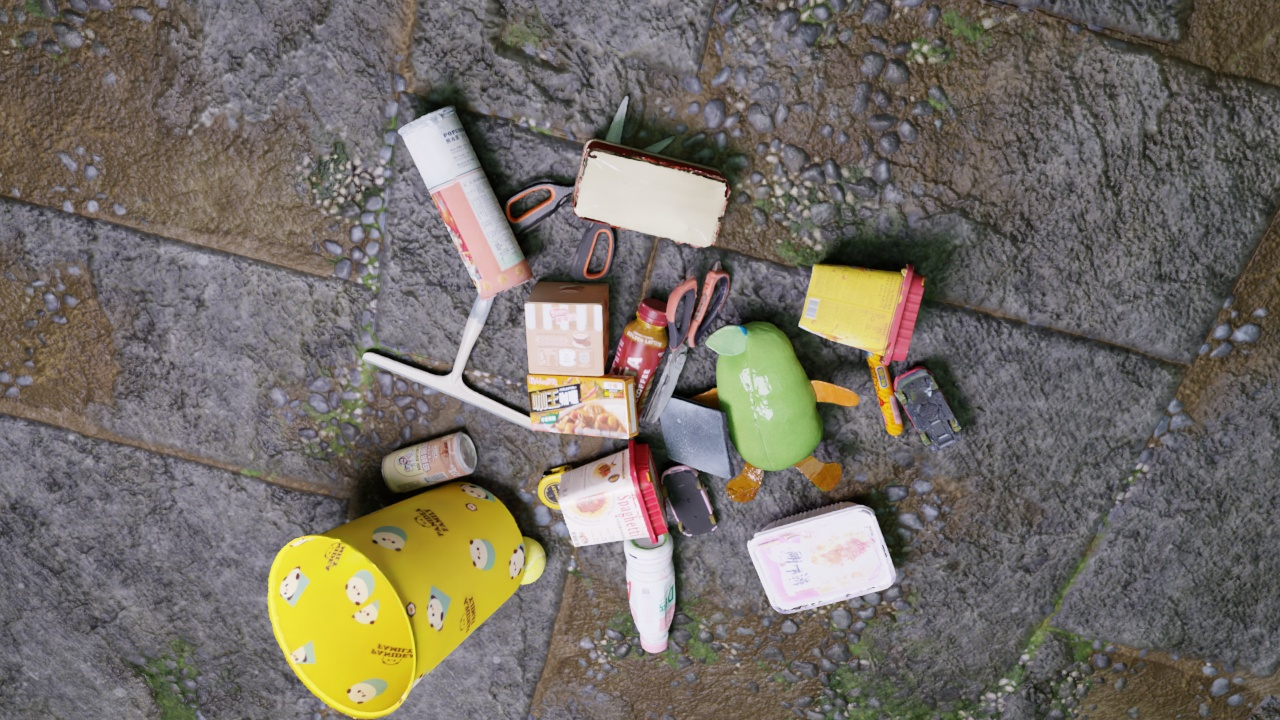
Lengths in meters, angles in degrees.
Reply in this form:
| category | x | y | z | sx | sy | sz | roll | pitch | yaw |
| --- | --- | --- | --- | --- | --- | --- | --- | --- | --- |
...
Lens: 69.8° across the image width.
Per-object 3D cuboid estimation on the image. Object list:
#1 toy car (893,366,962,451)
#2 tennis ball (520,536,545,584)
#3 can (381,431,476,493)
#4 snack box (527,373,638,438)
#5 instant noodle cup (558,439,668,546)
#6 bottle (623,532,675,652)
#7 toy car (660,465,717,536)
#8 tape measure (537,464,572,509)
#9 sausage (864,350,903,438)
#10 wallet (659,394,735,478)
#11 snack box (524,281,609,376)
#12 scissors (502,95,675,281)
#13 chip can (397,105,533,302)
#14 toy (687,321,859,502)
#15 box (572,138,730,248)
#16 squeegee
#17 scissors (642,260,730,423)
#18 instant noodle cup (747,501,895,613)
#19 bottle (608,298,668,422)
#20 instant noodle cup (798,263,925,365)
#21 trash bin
| category | x | y | z | sx | sy | sz | roll | pitch | yaw |
| --- | --- | --- | --- | --- | --- | --- | --- | --- | --- |
| toy car | 0.357 | 0.059 | 1.146 | 0.053 | 0.045 | 0.120 | -28 | 114 | 14 |
| tennis ball | -0.165 | 0.280 | 1.286 | 0.065 | 0.065 | 0.065 | 2 | 114 | 4 |
| can | -0.284 | 0.138 | 1.237 | 0.116 | 0.058 | 0.058 | -17 | 112 | 13 |
| snack box | -0.074 | 0.054 | 1.154 | 0.154 | 0.026 | 0.075 | 2 | 103 | 33 |
| instant noodle cup | -0.036 | 0.180 | 1.195 | 0.124 | 0.116 | 0.116 | -16 | 112 | 4 |
| bottle | 0.015 | 0.327 | 1.292 | 0.068 | 0.068 | 0.197 | 0 | 118 | 5 |
| toy car | 0.065 | 0.188 | 1.240 | 0.056 | 0.037 | 0.122 | -14 | 125 | 12 |
| tape measure | -0.110 | 0.173 | 1.252 | 0.057 | 0.028 | 0.060 | -16 | 112 | 11 |
| sausage | 0.303 | 0.027 | 1.150 | 0.021 | 0.021 | 0.165 | -16 | 111 | 12 |
| wallet | 0.069 | 0.094 | 1.167 | 0.121 | 0.019 | 0.097 | 15 | 125 | 46 |
| snack box | -0.087 | -0.040 | 1.126 | 0.093 | 0.077 | 0.094 | 2 | 115 | 5 |
| scissors | -0.057 | -0.193 | 1.088 | 0.221 | 0.021 | 0.224 | -12 | 115 | 5 |
| chip can | -0.199 | -0.179 | 1.062 | 0.071 | 0.071 | 0.215 | -22 | 103 | 14 |
| toy | 0.160 | 0.060 | 1.143 | 0.227 | 0.089 | 0.247 | -6 | 111 | 23 |
| box | 0.010 | -0.185 | 1.038 | 0.168 | 0.079 | 0.091 | 12 | 112 | -8 |
| squeegee | -0.207 | -0.046 | 1.156 | 0.246 | 0.039 | 0.247 | 24 | 114 | -6 |
| scissors | 0.042 | -0.018 | 1.118 | 0.206 | 0.015 | 0.195 | -44 | 142 | -10 |
| instant noodle cup | 0.243 | 0.258 | 1.241 | 0.174 | 0.060 | 0.138 | -18 | 112 | 14 |
| bottle | -0.007 | 0.007 | 1.150 | 0.057 | 0.057 | 0.175 | 18 | 115 | -3 |
| instant noodle cup | 0.254 | -0.062 | 1.064 | 0.124 | 0.116 | 0.116 | 14 | 95 | 12 |
| trash bin | -0.293 | 0.281 | 1.168 | 0.230 | 0.254 | 0.230 | 8 | 107 | 27 |
